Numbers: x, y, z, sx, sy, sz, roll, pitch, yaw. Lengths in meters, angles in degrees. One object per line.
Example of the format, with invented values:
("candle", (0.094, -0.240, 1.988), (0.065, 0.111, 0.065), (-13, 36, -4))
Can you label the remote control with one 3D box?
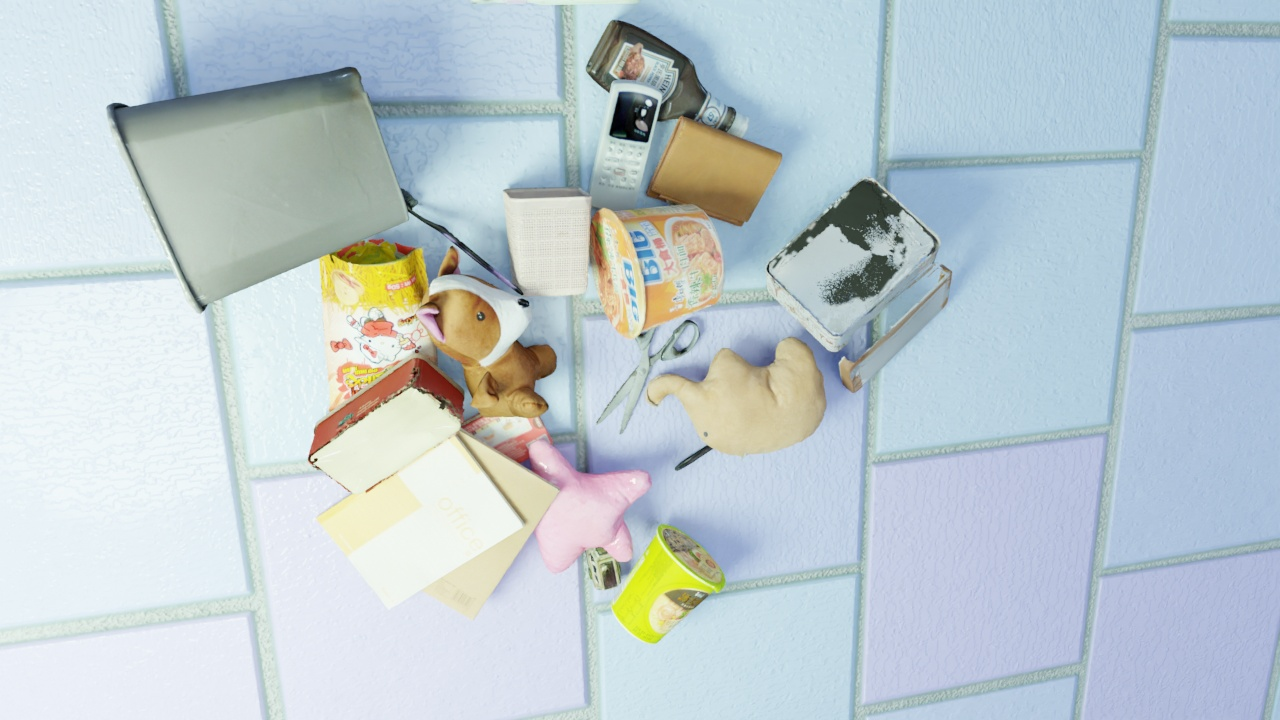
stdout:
("remote control", (-0.019, -0.240, 1.039), (0.058, 0.021, 0.150), (7, 120, -14))

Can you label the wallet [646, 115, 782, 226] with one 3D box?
("wallet", (0.085, -0.217, 1.075), (0.131, 0.031, 0.108), (15, 124, -17))

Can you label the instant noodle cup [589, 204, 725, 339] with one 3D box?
("instant noodle cup", (0.020, -0.109, 1.046), (0.111, 0.151, 0.151), (-15, 108, -20))

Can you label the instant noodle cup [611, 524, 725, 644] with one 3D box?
("instant noodle cup", (0.029, 0.294, 1.178), (0.111, 0.111, 0.123), (34, 102, -21))

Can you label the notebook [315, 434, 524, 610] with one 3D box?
("notebook", (-0.259, 0.189, 1.077), (0.206, 0.010, 0.146), (-32, 102, 12))

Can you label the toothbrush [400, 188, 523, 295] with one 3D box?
("toothbrush", (-0.200, -0.131, 1.007), (0.189, 0.014, 0.016), (38, 65, 5))

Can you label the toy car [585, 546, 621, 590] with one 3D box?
("toy car", (-0.048, 0.251, 1.178), (0.042, 0.035, 0.090), (-13, 105, -14))

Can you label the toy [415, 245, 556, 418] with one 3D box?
("toy", (-0.167, -0.023, 1.012), (0.131, 0.139, 0.199), (-24, 123, 19))

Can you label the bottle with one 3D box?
("bottle", (0.036, -0.308, 1.046), (0.194, 0.044, 0.080), (26, 104, -21))

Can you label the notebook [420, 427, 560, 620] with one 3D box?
("notebook", (-0.211, 0.196, 1.088), (0.149, 0.012, 0.212), (32, 106, -5))

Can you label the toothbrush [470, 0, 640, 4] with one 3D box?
("toothbrush", (-0.090, -0.397, 1.001), (0.189, 0.029, 0.020), (-5, 148, -15))

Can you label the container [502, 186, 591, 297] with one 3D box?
("container", (-0.104, -0.134, 1.032), (0.090, 0.090, 0.111), (-4, 108, -14))

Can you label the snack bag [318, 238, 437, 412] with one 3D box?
("snack bag", (-0.288, -0.028, 1.016), (0.128, 0.073, 0.208), (-5, 121, -15))

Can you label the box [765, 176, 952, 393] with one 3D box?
("box", (0.271, -0.094, 1.152), (0.181, 0.205, 0.158), (-44, 68, 0))

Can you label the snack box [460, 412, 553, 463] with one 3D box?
("snack box", (-0.189, 0.103, 1.105), (0.153, 0.025, 0.075), (-28, 110, -6))

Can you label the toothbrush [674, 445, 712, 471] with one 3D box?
("toothbrush", (0.119, 0.091, 1.191), (0.181, 0.015, 0.018), (-34, 104, -5))

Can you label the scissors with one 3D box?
("scissors", (0.008, 0.009, 1.140), (0.165, 0.014, 0.163), (-16, 109, -9))

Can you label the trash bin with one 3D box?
("trash bin", (-0.364, -0.182, 0.902), (0.219, 0.199, 0.199), (-22, 111, -17))

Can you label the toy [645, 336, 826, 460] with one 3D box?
("toy", (0.122, 0.053, 1.140), (0.226, 0.082, 0.143), (-9, 88, -9))

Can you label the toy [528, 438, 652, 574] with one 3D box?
("toy", (-0.094, 0.188, 1.121), (0.194, 0.074, 0.179), (16, 109, -6))

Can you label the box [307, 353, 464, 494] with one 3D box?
("box", (-0.279, 0.079, 1.014), (0.168, 0.077, 0.091), (-33, 124, 16))
